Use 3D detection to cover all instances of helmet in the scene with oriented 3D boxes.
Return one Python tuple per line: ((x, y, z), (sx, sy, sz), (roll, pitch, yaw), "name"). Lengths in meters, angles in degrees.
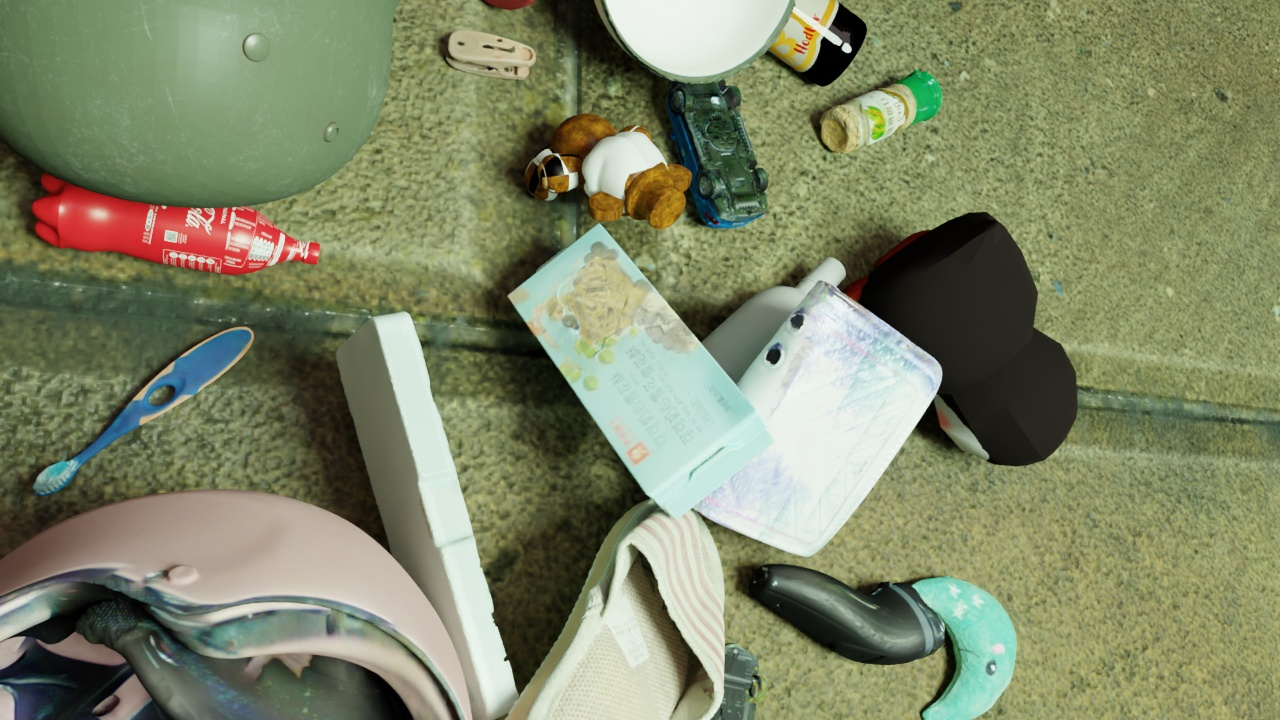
((-0.199, 0.157, 0.393), (0.255, 0.152, 0.230), (-36, 118, 6), "helmet")
((-0.226, -0.155, 0.455), (0.227, 0.267, 0.154), (14, 106, 11), "helmet")

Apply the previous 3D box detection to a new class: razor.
((0.140, 0.166, 0.624), (0.140, 0.053, 0.063), (26, 56, -15), "razor")

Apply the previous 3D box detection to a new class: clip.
((-0.100, -0.207, 0.621), (0.061, 0.050, 0.026), (25, 65, -47), "clip")

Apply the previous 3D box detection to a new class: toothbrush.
((-0.265, 0.024, 0.494), (0.021, 0.017, 0.134), (49, 63, -8), "toothbrush")

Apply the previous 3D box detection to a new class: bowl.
((0.031, -0.276, 0.635), (0.153, 0.073, 0.154), (-10, 118, -19), "bowl")

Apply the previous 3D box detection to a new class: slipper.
((0.005, 0.148, 0.487), (0.115, 0.052, 0.262), (62, 25, -9), "slipper")

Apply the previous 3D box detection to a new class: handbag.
((0.102, 0.036, 0.583), (0.126, 0.069, 0.159), (27, 101, -40), "handbag")

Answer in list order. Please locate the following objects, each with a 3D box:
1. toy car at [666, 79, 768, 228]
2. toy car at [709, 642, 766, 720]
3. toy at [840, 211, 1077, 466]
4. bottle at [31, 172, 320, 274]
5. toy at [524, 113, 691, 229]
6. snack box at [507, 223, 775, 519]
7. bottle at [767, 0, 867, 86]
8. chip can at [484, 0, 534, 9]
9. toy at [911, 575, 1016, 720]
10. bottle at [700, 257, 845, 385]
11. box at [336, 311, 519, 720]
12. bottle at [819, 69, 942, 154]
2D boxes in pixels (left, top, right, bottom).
((0.052, -0.152, 0.669), (0.056, 0.044, 0.120), (-11, 79, -27), "toy car")
((0.048, 0.231, 0.576), (0.049, 0.030, 0.106), (20, 72, -18), "toy car")
((0.252, -0.008, 0.668), (0.158, 0.140, 0.184), (-38, 95, -28), "toy")
((-0.253, -0.072, 0.510), (0.141, 0.042, 0.042), (9, 73, -23), "bottle")
((-0.018, -0.120, 0.592), (0.087, 0.067, 0.112), (-27, 55, -28), "toy")
((-0.003, 0.003, 0.541), (0.075, 0.053, 0.174), (-38, 57, 1), "snack box")
((0.088, -0.287, 0.711), (0.181, 0.059, 0.059), (30, 66, -15), "bottle")
((-0.044, -0.343, 0.651), (0.087, 0.087, 0.212), (43, 63, -9), "chip can")
((0.236, 0.209, 0.669), (0.085, 0.033, 0.105), (-6, 80, -15), "toy")
((0.079, -0.011, 0.640), (0.194, 0.053, 0.052), (-42, 96, -27), "bottle")
((-0.118, 0.084, 0.478), (0.044, 0.136, 0.197), (-14, 83, -25), "box")
((0.197, -0.203, 0.749), (0.110, 0.043, 0.043), (-27, 89, -27), "bottle")
